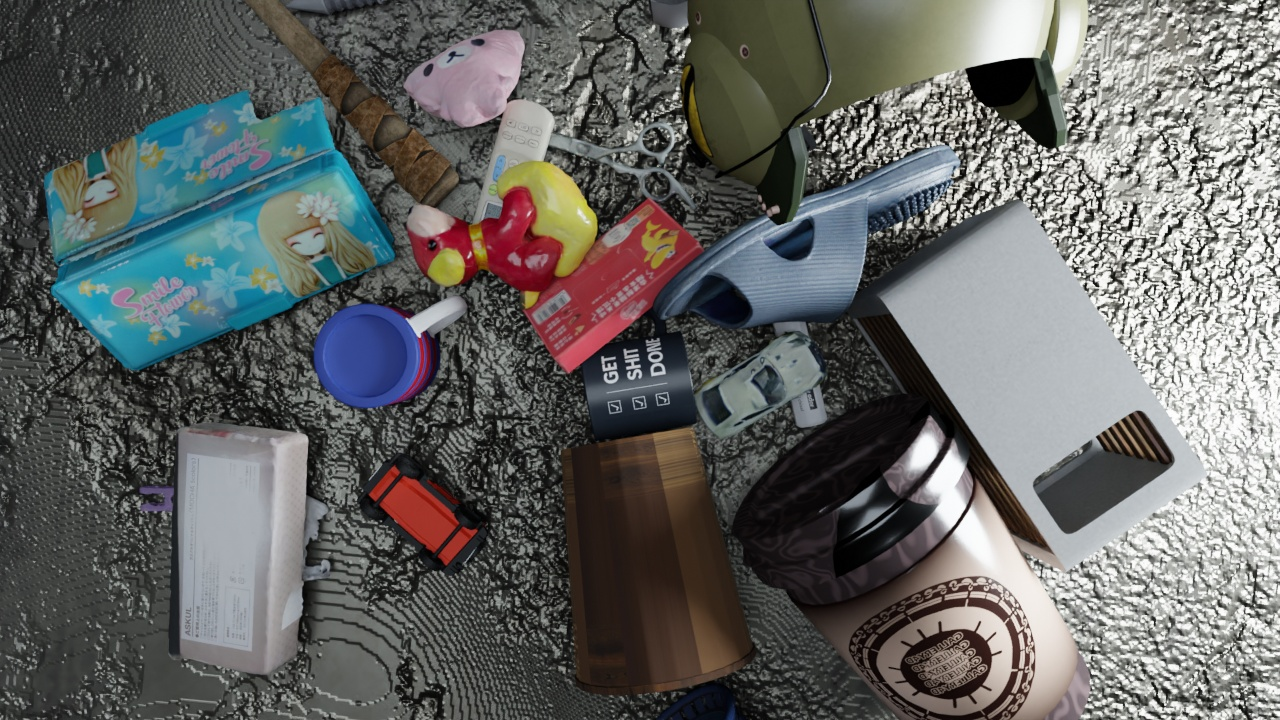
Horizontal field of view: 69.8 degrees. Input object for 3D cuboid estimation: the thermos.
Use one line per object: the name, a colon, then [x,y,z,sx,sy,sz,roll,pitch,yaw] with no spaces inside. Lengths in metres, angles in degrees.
thermos: [0.198,0.161,0.653,0.173,0.172,0.226,-37,97,1]

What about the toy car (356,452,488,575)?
toy car: [-0.164,0.118,0.706,0.100,0.049,0.051,41,91,0]

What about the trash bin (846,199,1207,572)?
trash bin: [0.270,0.017,0.669,0.114,0.114,0.229,-34,91,1]

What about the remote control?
remote control: [-0.101,-0.138,0.710,0.038,0.018,0.126,18,100,1]

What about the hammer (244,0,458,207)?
hammer: [-0.259,-0.245,0.694,0.122,0.048,0.319,-41,96,21]

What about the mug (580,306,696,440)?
mug: [-0.004,0.004,0.699,0.077,0.071,0.105,-10,64,0]

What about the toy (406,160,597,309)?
toy: [-0.099,-0.088,0.684,0.137,0.067,0.105,-16,102,-6]

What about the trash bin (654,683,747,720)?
trash bin: [0.100,0.377,0.668,0.139,0.139,0.249,-44,92,1]

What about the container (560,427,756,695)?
container: [0.004,0.140,0.673,0.132,0.132,0.167,-10,85,0]

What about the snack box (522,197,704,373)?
snack box: [-0.023,-0.059,0.687,0.133,0.089,0.021,-39,130,1]

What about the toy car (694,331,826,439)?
toy car: [0.089,0.019,0.698,0.106,0.033,0.048,-33,82,20]

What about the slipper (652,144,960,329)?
slipper: [0.132,-0.070,0.659,0.263,0.101,0.082,-27,83,-18]

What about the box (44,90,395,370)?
box: [-0.320,-0.105,0.680,0.227,0.083,0.172,-23,101,1]

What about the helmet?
helmet: [0.138,-0.219,0.586,0.250,0.255,0.233,-16,92,-1]

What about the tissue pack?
tissue pack: [-0.299,0.141,0.705,0.104,0.071,0.181,4,92,12]

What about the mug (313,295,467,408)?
mug: [-0.180,-0.014,0.689,0.112,0.076,0.075,-34,91,1]

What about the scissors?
scissors: [-0.036,-0.154,0.719,0.172,0.014,0.090,-3,107,10]

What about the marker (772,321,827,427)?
marker: [0.120,-0.011,0.714,0.025,0.025,0.126,-13,91,0]

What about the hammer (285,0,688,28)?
hammer: [-0.116,-0.306,0.705,0.322,0.043,0.156,-11,91,3]

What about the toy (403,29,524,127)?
toy: [-0.127,-0.206,0.686,0.099,0.095,0.053,-24,136,1]

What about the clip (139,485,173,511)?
clip: [-0.371,0.106,0.725,0.053,0.013,0.037,-16,90,3]
